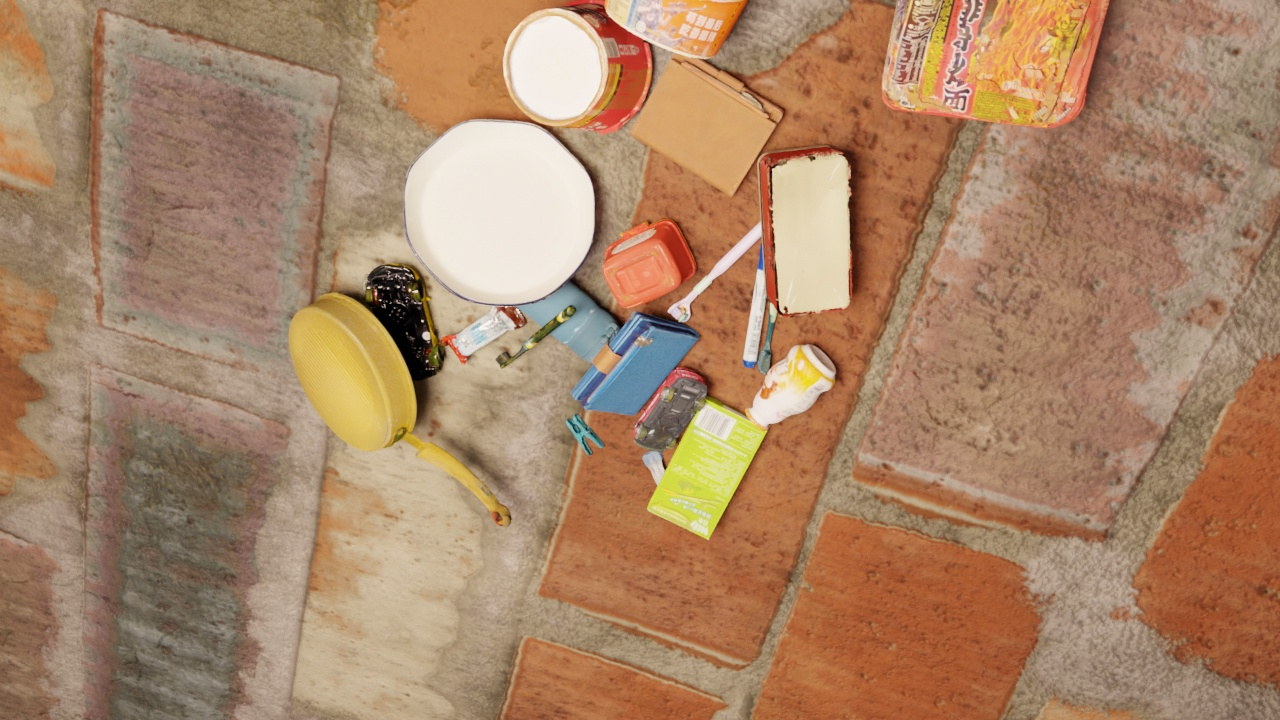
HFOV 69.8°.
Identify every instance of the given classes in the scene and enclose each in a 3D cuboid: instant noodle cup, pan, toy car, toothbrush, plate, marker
[{"bbox_3d":[0.331,-0.312,0.864,0.189,0.079,0.165,10,113,8],"label":"instant noodle cup"},{"bbox_3d":[-0.288,0.073,1.106,0.357,0.078,0.198,52,138,4],"label":"pan"},{"bbox_3d":[0.034,0.058,1.081,0.053,0.045,0.121,20,124,-20],"label":"toy car"},{"bbox_3d":[0.153,-0.072,1.025,0.016,0.018,0.192,6,112,-3],"label":"toothbrush"},{"bbox_3d":[0.102,-0.113,1.018,0.029,0.021,0.189,30,115,-34],"label":"toothbrush"},{"bbox_3d":[-0.123,-0.027,1.052,0.017,0.012,0.186,52,142,-5],"label":"toothbrush"},{"bbox_3d":[-0.152,-0.157,0.994,0.204,0.045,0.205,1,86,-10],"label":"plate"},{"bbox_3d":[0.133,-0.060,1.034,0.017,0.016,0.146,9,112,8],"label":"marker"},{"bbox_3d":[-0.068,-0.297,0.926,0.138,0.108,0.138,5,108,16],"label":"instant noodle cup"},{"bbox_3d":[0.040,-0.365,0.871,0.151,0.151,0.112,26,121,1],"label":"instant noodle cup"},{"bbox_3d":[-0.283,-0.046,1.107,0.071,0.041,0.156,-9,114,3],"label":"toy car"}]

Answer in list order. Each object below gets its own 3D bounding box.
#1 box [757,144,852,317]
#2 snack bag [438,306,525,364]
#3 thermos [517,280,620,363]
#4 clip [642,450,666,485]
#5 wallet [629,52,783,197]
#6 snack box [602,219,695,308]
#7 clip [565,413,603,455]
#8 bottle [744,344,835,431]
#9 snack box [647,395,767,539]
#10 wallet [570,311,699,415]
[{"bbox_3d":[0.175,-0.133,0.953,0.091,0.078,0.168,-7,112,-1],"label":"box"},{"bbox_3d":[-0.190,-0.034,1.099,0.105,0.026,0.045,-32,104,11],"label":"snack bag"},{"bbox_3d":[-0.120,-0.082,1.052,0.220,0.070,0.070,40,113,-6],"label":"thermos"},{"bbox_3d":[0.022,0.138,1.131,0.024,0.028,0.057,-22,96,13],"label":"clip"},{"bbox_3d":[0.069,-0.250,0.966,0.132,0.031,0.108,31,117,-1],"label":"wallet"},{"bbox_3d":[0.006,-0.104,1.008,0.091,0.080,0.082,-23,104,19],"label":"snack box"},{"bbox_3d":[-0.070,0.091,1.135,0.041,0.014,0.056,-31,103,20],"label":"clip"},{"bbox_3d":[0.167,0.033,1.037,0.063,0.063,0.109,41,112,-6],"label":"bottle"},{"bbox_3d":[0.079,0.128,1.097,0.086,0.026,0.156,26,102,0],"label":"snack box"},{"bbox_3d":[-0.006,0.006,1.051,0.133,0.106,0.040,-51,52,23],"label":"wallet"}]
